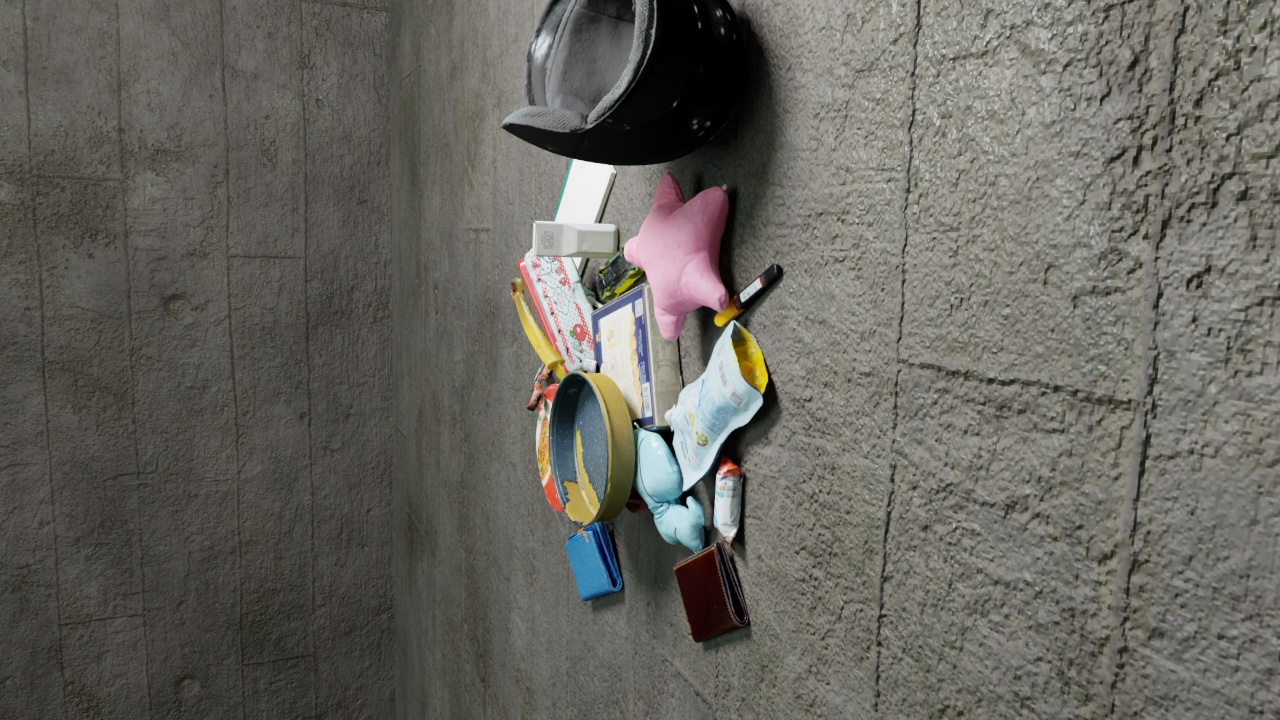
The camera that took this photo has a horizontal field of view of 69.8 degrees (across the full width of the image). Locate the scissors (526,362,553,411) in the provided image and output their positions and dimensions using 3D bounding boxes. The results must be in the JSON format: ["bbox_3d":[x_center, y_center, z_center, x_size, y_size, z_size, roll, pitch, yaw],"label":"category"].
[{"bbox_3d":[-0.157,0.019,1.493,0.192,0.015,0.206,123,168,-45],"label":"scissors"}]

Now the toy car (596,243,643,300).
[{"bbox_3d":[-0.024,-0.119,1.242,0.105,0.032,0.048,-39,56,47],"label":"toy car"}]

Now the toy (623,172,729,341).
[{"bbox_3d":[0.052,-0.121,1.029,0.179,0.074,0.194,-56,45,38],"label":"toy"}]

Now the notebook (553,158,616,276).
[{"bbox_3d":[-0.090,-0.248,1.401,0.210,0.012,0.150,114,146,-43],"label":"notebook"}]

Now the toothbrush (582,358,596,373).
[{"bbox_3d":[-0.082,0.092,1.269,0.029,0.021,0.189,25,110,58],"label":"toothbrush"}]

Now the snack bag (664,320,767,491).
[{"bbox_3d":[0.077,0.053,1.009,0.192,0.038,0.110,-59,43,45],"label":"snack bag"}]

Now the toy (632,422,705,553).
[{"bbox_3d":[0.025,0.150,1.107,0.162,0.049,0.156,7,110,59],"label":"toy"}]

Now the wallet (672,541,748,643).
[{"bbox_3d":[0.077,0.268,1.053,0.123,0.020,0.096,-48,53,57],"label":"wallet"}]

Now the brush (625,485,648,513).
[{"bbox_3d":[-0.027,0.158,1.223,0.146,0.069,0.063,-143,54,-60],"label":"brush"}]

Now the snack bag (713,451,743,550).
[{"bbox_3d":[0.095,0.153,1.004,0.048,0.026,0.104,-136,48,-75],"label":"snack bag"}]

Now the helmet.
[{"bbox_3d":[-0.023,-0.324,0.986,0.275,0.230,0.233,35,109,60],"label":"helmet"}]

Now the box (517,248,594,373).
[{"bbox_3d":[-0.119,-0.074,1.364,0.201,0.073,0.155,67,157,7],"label":"box"}]

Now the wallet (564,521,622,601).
[{"bbox_3d":[-0.071,0.300,1.370,0.133,0.040,0.106,-42,63,59],"label":"wallet"}]

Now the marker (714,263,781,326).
[{"bbox_3d":[0.113,-0.067,0.964,0.124,0.015,0.018,-45,53,55],"label":"marker"}]

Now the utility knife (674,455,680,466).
[{"bbox_3d":[0.057,0.098,1.099,0.029,0.013,0.180,62,145,38],"label":"utility knife"}]

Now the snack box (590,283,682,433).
[{"bbox_3d":[-0.007,0.007,1.196,0.183,0.045,0.178,160,107,-65],"label":"snack box"}]

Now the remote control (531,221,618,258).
[{"bbox_3d":[-0.090,-0.166,1.268,0.024,0.124,0.049,-157,67,-63],"label":"remote control"}]

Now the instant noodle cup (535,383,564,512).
[{"bbox_3d":[-0.100,0.129,1.387,0.194,0.065,0.194,177,90,-65],"label":"instant noodle cup"}]

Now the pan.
[{"bbox_3d":[-0.101,0.043,1.198,0.198,0.078,0.357,-52,47,51],"label":"pan"}]

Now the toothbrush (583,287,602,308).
[{"bbox_3d":[-0.090,-0.099,1.395,0.224,0.026,0.027,32,114,61],"label":"toothbrush"}]
